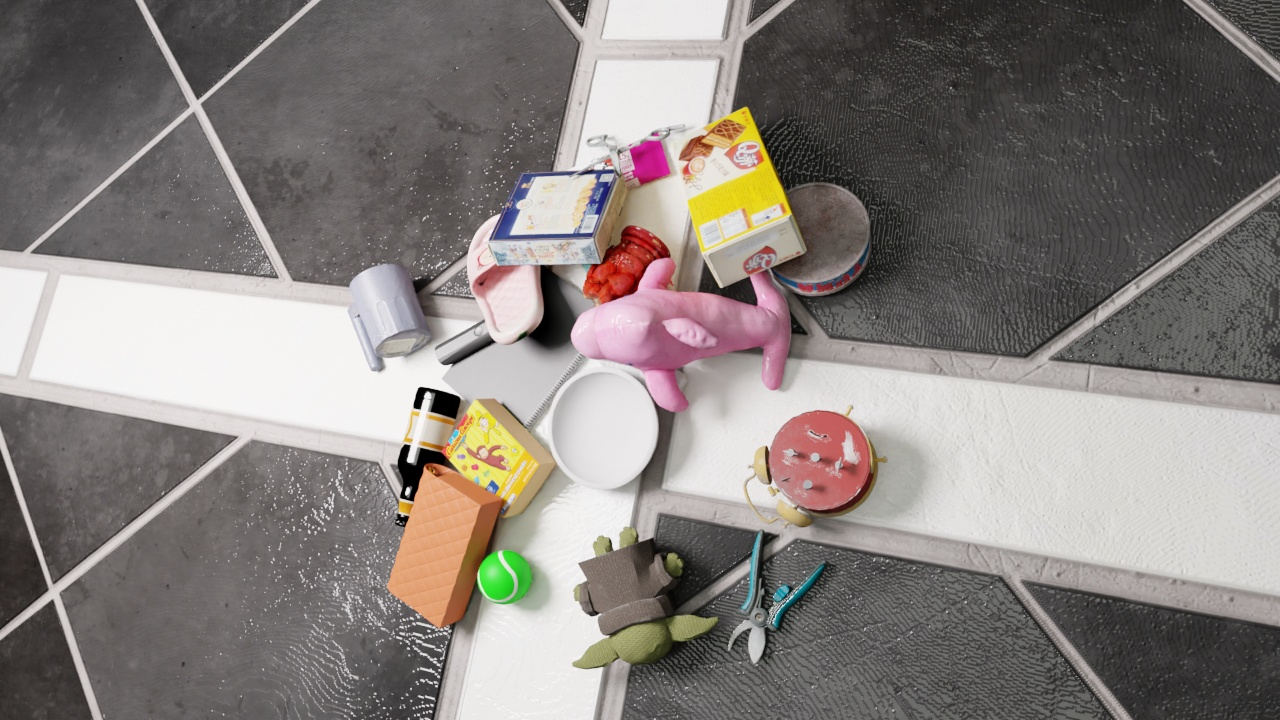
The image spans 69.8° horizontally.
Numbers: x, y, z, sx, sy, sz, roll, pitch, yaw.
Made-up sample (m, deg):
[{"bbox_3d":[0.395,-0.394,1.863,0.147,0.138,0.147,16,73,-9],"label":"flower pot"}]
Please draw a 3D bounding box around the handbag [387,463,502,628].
[{"bbox_3d":[-0.249,0.229,1.155,0.109,0.060,0.172,25,103,24],"label":"handbag"}]

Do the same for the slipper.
[{"bbox_3d":[-0.182,-0.110,1.206,0.107,0.055,0.221,-30,50,14],"label":"slipper"}]

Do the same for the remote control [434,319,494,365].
[{"bbox_3d":[-0.209,-0.039,1.225,0.147,0.015,0.033,-28,68,12],"label":"remote control"}]

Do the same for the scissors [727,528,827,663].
[{"bbox_3d":[0.145,0.261,1.045,0.155,0.019,0.124,-34,68,7],"label":"scissors"}]

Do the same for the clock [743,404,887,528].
[{"bbox_3d":[0.189,0.122,1.029,0.159,0.081,0.117,-33,69,9],"label":"clock"}]

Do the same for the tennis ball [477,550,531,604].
[{"bbox_3d":[-0.167,0.266,1.125,0.065,0.065,0.065,-5,76,18],"label":"tennis ball"}]

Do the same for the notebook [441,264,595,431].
[{"bbox_3d":[-0.151,-0.014,1.215,0.149,0.016,0.206,38,91,24],"label":"notebook"}]

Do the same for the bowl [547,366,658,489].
[{"bbox_3d":[-0.040,0.083,1.133,0.150,0.043,0.149,-2,86,24],"label":"bowl"}]

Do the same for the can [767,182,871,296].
[{"bbox_3d":[0.210,-0.145,1.101,0.130,0.044,0.129,-5,71,15],"label":"can"}]

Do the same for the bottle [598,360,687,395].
[{"bbox_3d":[-0.007,0.007,1.144,0.136,0.044,0.044,30,88,23],"label":"bottle"}]

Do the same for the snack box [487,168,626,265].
[{"bbox_3d":[-0.103,-0.184,1.168,0.145,0.043,0.144,1,48,18],"label":"snack box"}]

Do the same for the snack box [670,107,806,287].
[{"bbox_3d":[0.113,-0.200,1.094,0.110,0.062,0.229,-23,45,12],"label":"snack box"}]

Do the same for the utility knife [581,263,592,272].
[{"bbox_3d":[-0.086,-0.159,1.227,0.022,0.015,0.165,-32,67,2],"label":"utility knife"}]

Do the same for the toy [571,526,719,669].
[{"bbox_3d":[-0.010,0.273,1.063,0.179,0.078,0.152,-21,79,13],"label":"toy"}]

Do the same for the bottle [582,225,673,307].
[{"bbox_3d":[-0.013,-0.101,1.151,0.099,0.099,0.111,28,73,23],"label":"bottle"}]

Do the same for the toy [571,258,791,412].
[{"bbox_3d":[0.056,-0.035,1.054,0.265,0.128,0.186,-4,86,-12],"label":"toy"}]

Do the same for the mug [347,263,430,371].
[{"bbox_3d":[-0.355,-0.056,1.267,0.124,0.083,0.104,-38,68,33],"label":"mug"}]

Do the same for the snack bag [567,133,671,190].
[{"bbox_3d":[-0.060,-0.244,1.234,0.197,0.016,0.070,-19,67,12],"label":"snack bag"}]

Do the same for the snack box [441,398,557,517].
[{"bbox_3d":[-0.180,0.122,1.165,0.126,0.040,0.088,42,108,23],"label":"snack box"}]

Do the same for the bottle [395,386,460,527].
[{"bbox_3d":[-0.287,0.128,1.202,0.059,0.059,0.181,10,81,21],"label":"bottle"}]

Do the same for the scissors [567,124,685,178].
[{"bbox_3d":[-0.022,-0.277,1.200,0.175,0.014,0.141,-27,38,-12],"label":"scissors"}]
